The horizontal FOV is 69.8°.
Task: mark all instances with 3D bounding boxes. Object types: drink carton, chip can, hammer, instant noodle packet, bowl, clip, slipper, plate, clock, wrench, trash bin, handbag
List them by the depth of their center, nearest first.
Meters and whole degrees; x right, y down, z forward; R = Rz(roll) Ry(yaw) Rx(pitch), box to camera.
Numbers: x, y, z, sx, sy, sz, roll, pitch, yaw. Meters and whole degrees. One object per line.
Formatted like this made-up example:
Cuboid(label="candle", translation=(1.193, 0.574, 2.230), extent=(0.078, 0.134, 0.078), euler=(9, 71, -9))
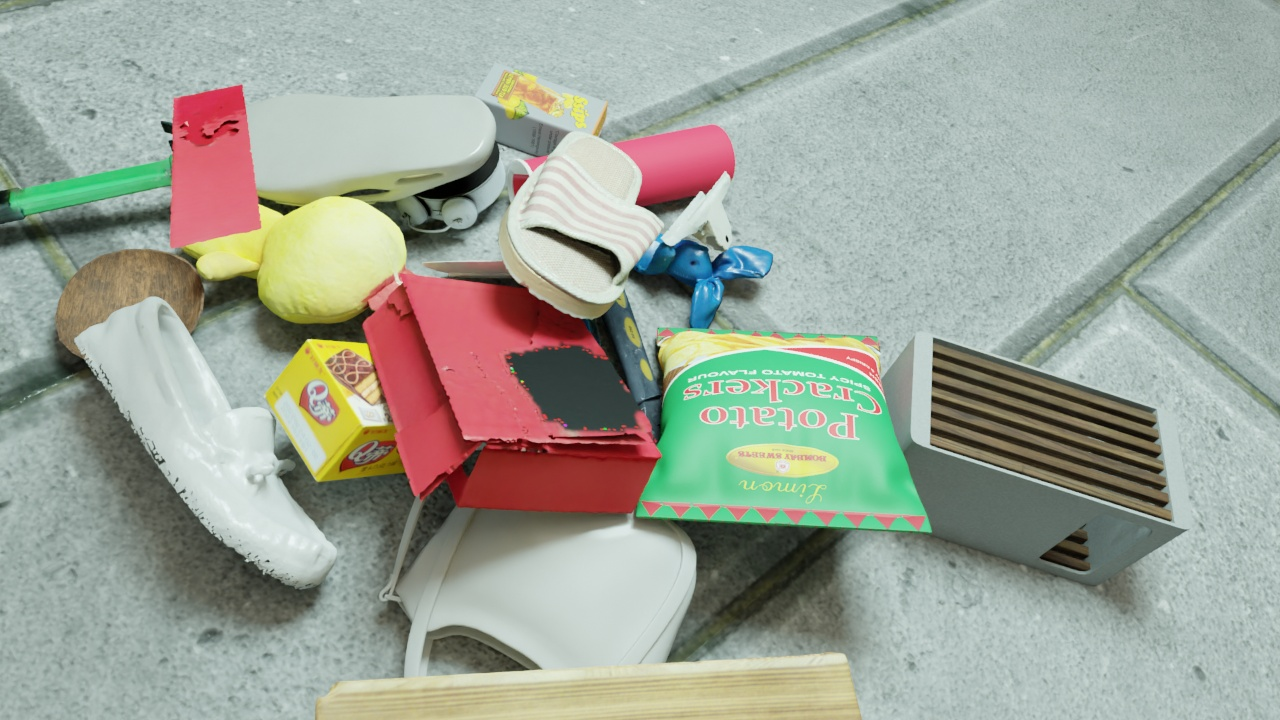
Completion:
Cuboid(label="handbag", translation=(-0.086, 0.180, 0.636), extent=(0.216, 0.096, 0.222), euler=(29, 65, 8))
Cuboid(label="slipper", translation=(-0.292, 0.056, 0.637), extent=(0.074, 0.112, 0.247), euler=(-43, 77, 4))
Cuboid(label="instant noodle packet", translation=(0.104, 0.042, 0.717), extent=(0.195, 0.090, 0.252), euler=(2, 33, 4))
Cuboid(label="bowl", translation=(-0.397, -0.037, 0.721), extent=(0.102, 0.026, 0.114), euler=(4, 55, -12))
Cuboid(label="slipper", translation=(-0.038, -0.124, 0.729), extent=(0.115, 0.052, 0.262), euler=(28, 33, -12))
Cuboid(label="hammer", translation=(-0.491, -0.126, 0.732), extent=(0.318, 0.032, 0.130), euler=(-17, 46, -16))
Cuboid(label="trash bin", translation=(0.310, 0.085, 0.769), extent=(0.229, 0.115, 0.114), euler=(18, 53, -2))
Cuboid(label="plate", translation=(-0.116, -0.076, 0.778), extent=(0.134, 0.135, 0.011), euler=(-1, 94, -16))
Cuboid(label="wrench", translation=(-0.005, 0.005, 0.790), extent=(0.073, 0.022, 0.273), euler=(14, 43, -41))
Cuboid(label="slipper", translation=(-0.246, -0.178, 0.820), extent=(0.266, 0.081, 0.112), euler=(-1, 63, 13))
Cuboid(label="clip", translation=(0.061, -0.129, 0.834), extent=(0.052, 0.058, 0.101), euler=(18, 41, 17))
Cuboid(label="clock", translation=(-0.177, -0.164, 0.851), extent=(0.094, 0.035, 0.122), euler=(8, 58, 15))
Cuboid(label="chip can", translation=(-0.015, -0.181, 0.901), extent=(0.220, 0.069, 0.069), euler=(-17, 61, -25))
Cuboid(label="drink carton", translation=(-0.102, -0.248, 0.938), extent=(0.125, 0.049, 0.076), euler=(19, 53, -1))

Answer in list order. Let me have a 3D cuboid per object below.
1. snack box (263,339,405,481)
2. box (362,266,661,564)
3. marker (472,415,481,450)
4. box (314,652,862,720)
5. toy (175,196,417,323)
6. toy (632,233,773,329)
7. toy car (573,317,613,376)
Cuboid(label="snack box", translation=(-0.200, 0.036, 0.670), extent=(0.083, 0.061, 0.105), euler=(51, 20, 20))
Cuboid(label="box", translation=(-0.110, 0.051, 0.662), extent=(0.164, 0.153, 0.213), euler=(4, 29, -29))
Cuboid(label="marker", translation=(-0.113, 0.015, 0.762), extent=(0.027, 0.023, 0.132), euler=(10, 52, 12))
Cuboid(label="box", translation=(0.005, 0.335, 0.408), extent=(0.286, 0.280, 0.333), euler=(0, 54, -15))
Cuboid(label="toy", translation=(-0.279, -0.091, 0.756), extent=(0.208, 0.092, 0.133), euler=(10, 39, 17))
Cuboid(label="toy", translation=(0.028, -0.094, 0.853), extent=(0.176, 0.071, 0.112), euler=(29, 55, -6))
Cuboid(label="toy car", translation=(-0.052, -0.006, 0.778), extent=(0.043, 0.056, 0.120), euler=(-8, 55, -13))
